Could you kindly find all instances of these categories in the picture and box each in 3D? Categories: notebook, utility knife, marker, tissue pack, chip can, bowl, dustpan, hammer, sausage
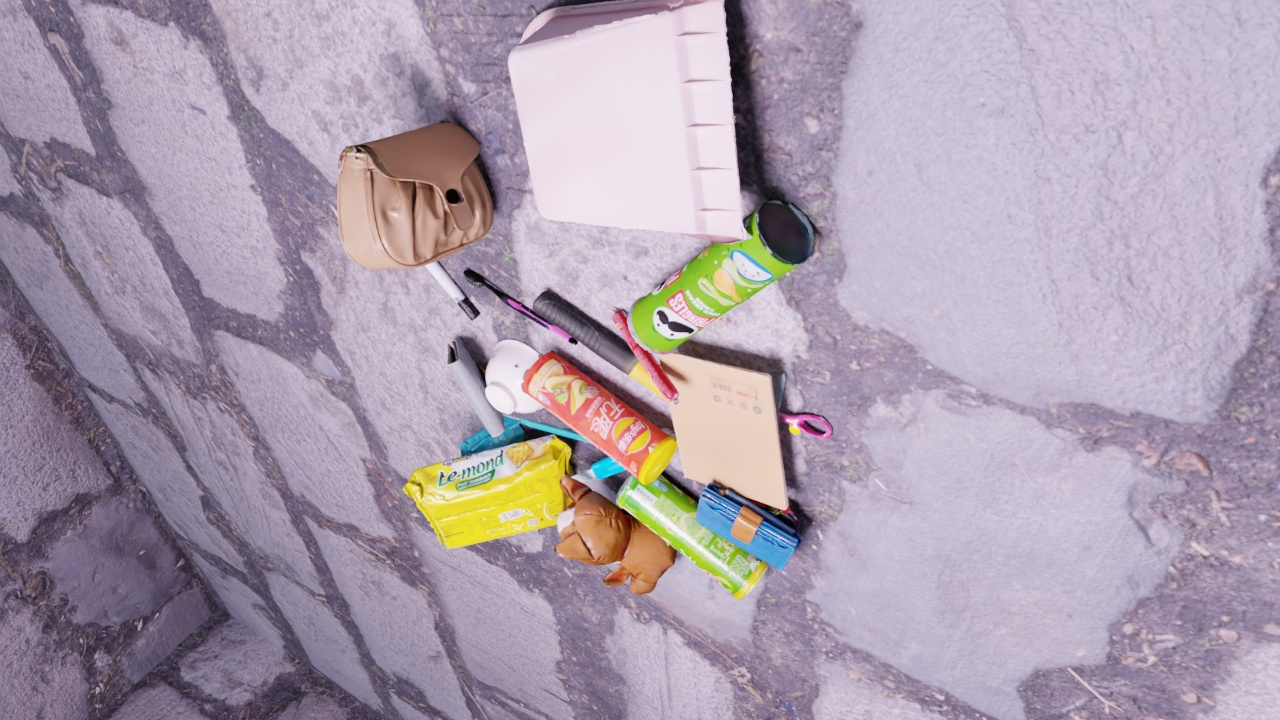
[{"bbox_3d":[0.098,0.083,1.081,0.148,0.008,0.208,14,135,33],"label":"notebook"},{"bbox_3d":[-0.110,0.098,1.284,0.176,0.013,0.029,15,168,-1],"label":"utility knife"},{"bbox_3d":[-0.271,-0.109,1.272,0.131,0.018,0.023,51,151,-11],"label":"marker"},{"bbox_3d":[-0.227,0.151,1.416,0.050,0.093,0.134,39,143,27],"label":"tissue pack"},{"bbox_3d":[-0.055,0.072,1.192,0.216,0.073,0.073,34,142,21],"label":"chip can"},{"bbox_3d":[-0.179,0.036,1.290,0.118,0.064,0.118,25,139,24],"label":"bowl"},{"bbox_3d":[0.068,0.230,1.248,0.221,0.072,0.073,37,142,7],"label":"chip can"},{"bbox_3d":[-0.019,-0.241,0.890,0.274,0.138,0.223,3,120,17],"label":"dustpan"},{"bbox_3d":[-0.007,0.007,1.135,0.301,0.032,0.129,34,141,11],"label":"hammer"},{"bbox_3d":[0.077,-0.081,0.948,0.072,0.072,0.237,48,141,-6],"label":"chip can"},{"bbox_3d":[0.005,-0.006,1.074,0.155,0.020,0.020,56,151,32],"label":"sausage"},{"bbox_3d":[-0.040,0.146,1.272,0.219,0.018,0.034,-27,117,39],"label":"utility knife"}]

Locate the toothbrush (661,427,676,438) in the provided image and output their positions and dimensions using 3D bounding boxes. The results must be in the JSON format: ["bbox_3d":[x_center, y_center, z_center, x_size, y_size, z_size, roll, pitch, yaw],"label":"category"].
[{"bbox_3d":[-0.029,0.067,1.228,0.180,0.016,0.016,25,122,25],"label":"toothbrush"}]

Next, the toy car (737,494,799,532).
[{"bbox_3d":[0.154,0.188,1.163,0.106,0.031,0.049,15,146,37],"label":"toy car"}]

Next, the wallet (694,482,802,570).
[{"bbox_3d":[0.132,0.211,1.151,0.133,0.040,0.106,28,155,12],"label":"wallet"}]

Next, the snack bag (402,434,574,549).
[{"bbox_3d":[-0.209,0.202,1.365,0.246,0.068,0.158,-14,137,-1],"label":"snack bag"}]

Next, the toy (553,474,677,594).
[{"bbox_3d":[-0.045,0.249,1.295,0.131,0.140,0.199,-31,139,28],"label":"toy"}]

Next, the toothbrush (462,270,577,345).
[{"bbox_3d":[-0.160,-0.069,1.216,0.189,0.014,0.018,32,151,13],"label":"toothbrush"}]

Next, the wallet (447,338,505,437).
[{"bbox_3d":[-0.235,0.035,1.330,0.130,0.037,0.106,62,180,-24],"label":"wallet"}]

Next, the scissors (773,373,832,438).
[{"bbox_3d":[0.152,0.068,1.054,0.133,0.017,0.134,24,130,10],"label":"scissors"}]

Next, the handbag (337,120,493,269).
[{"bbox_3d":[-0.245,-0.185,1.034,0.100,0.203,0.148,-1,112,29],"label":"handbag"}]
